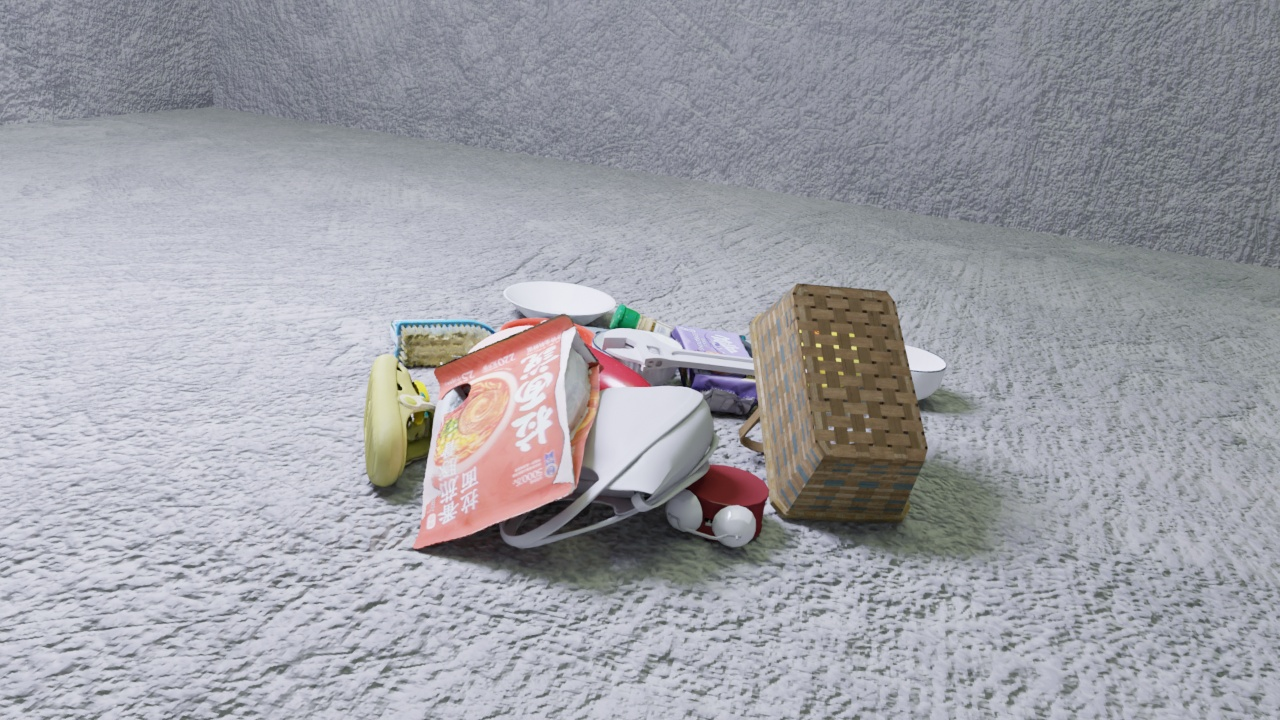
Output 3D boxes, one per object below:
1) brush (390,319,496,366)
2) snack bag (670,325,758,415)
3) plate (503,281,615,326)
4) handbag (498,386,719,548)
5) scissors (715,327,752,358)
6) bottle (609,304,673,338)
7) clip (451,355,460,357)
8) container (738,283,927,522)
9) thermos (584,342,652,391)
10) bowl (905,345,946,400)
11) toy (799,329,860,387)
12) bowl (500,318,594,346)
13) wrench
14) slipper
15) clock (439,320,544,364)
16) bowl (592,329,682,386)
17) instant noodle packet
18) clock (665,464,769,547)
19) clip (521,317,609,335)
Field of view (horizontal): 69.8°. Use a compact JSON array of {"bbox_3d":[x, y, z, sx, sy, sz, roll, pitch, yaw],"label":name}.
[{"bbox_3d":[-0.257,-0.030,1.215,0.135,0.055,0.075,-2,27,-27],"label":"brush"},{"bbox_3d":[0.096,0.011,1.220,0.096,0.058,0.205,7,21,-8],"label":"snack bag"},{"bbox_3d":[-0.127,-0.081,1.431,0.174,0.036,0.173,6,20,-3],"label":"plate"},{"bbox_3d":[-0.051,0.109,0.862,0.216,0.095,0.222,-2,28,43],"label":"handbag"},{"bbox_3d":[0.143,-0.023,1.393,0.131,0.019,0.149,18,23,26],"label":"scissors"},{"bbox_3d":[0.012,-0.042,1.322,0.111,0.043,0.043,24,17,-11],"label":"bottle"},{"bbox_3d":[-0.191,0.015,1.167,0.102,0.054,0.057,5,55,-9],"label":"clip"},{"bbox_3d":[0.199,0.057,0.991,0.157,0.187,0.249,4,57,-10],"label":"container"},{"bbox_3d":[-0.030,0.040,1.076,0.073,0.073,0.240,-10,26,-39],"label":"thermos"},{"bbox_3d":[0.363,0.022,1.281,0.113,0.063,0.113,7,20,-3],"label":"bowl"},{"bbox_3d":[0.228,0.008,1.246,0.134,0.092,0.207,22,35,38],"label":"toy"},{"bbox_3d":[-0.126,-0.016,1.237,0.130,0.045,0.130,7,20,-3],"label":"bowl"},{"bbox_3d":[0.086,-0.003,1.146,0.273,0.018,0.086,6,24,-17],"label":"wrench"},{"bbox_3d":[-0.239,0.058,0.934,0.081,0.092,0.190,4,23,-16],"label":"slipper"},{"bbox_3d":[-0.139,0.012,1.039,0.160,0.086,0.131,-18,41,-13],"label":"clock"},{"bbox_3d":[-0.007,0.007,1.192,0.118,0.062,0.118,6,20,-2],"label":"bowl"},{"bbox_3d":[-0.123,0.074,0.856,0.165,0.084,0.220,-21,35,15],"label":"instant noodle packet"},{"bbox_3d":[0.075,0.141,0.878,0.087,0.044,0.124,15,21,20],"label":"clock"},{"bbox_3d":[-0.100,-0.028,1.312,0.163,0.028,0.106,6,21,-1],"label":"clip"}]
